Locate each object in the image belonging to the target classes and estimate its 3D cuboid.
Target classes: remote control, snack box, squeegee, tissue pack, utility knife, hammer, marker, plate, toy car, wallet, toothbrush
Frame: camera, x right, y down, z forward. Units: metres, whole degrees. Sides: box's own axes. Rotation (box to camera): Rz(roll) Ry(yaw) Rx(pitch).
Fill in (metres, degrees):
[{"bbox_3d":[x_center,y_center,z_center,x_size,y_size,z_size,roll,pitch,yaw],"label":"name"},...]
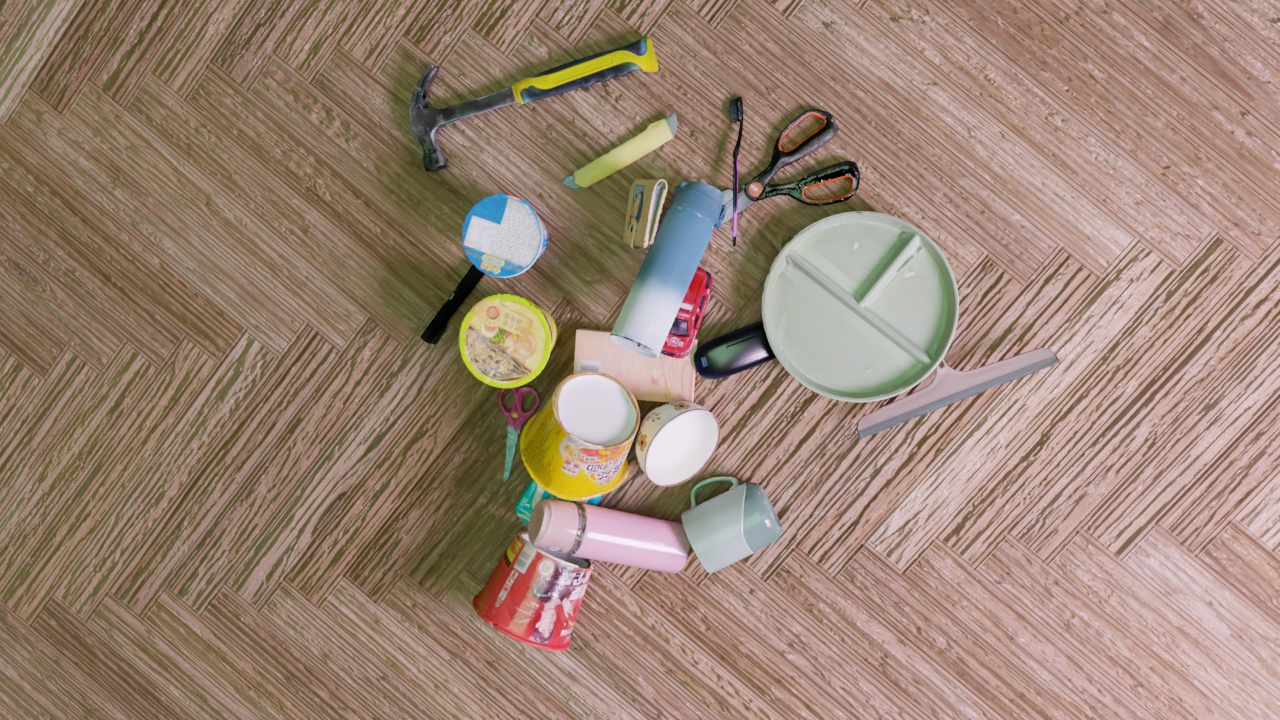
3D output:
[{"bbox_3d":[0.133,-0.015,1.148,0.136,0.024,0.053,-21,95,-3],"label":"remote control"},{"bbox_3d":[-0.007,0.007,1.177,0.157,0.026,0.084,5,95,5],"label":"snack box"},{"bbox_3d":[0.339,-0.065,1.124,0.248,0.040,0.249,-23,87,13],"label":"squeegee"},{"bbox_3d":[-0.097,0.165,1.192,0.093,0.050,0.133,29,98,2],"label":"tissue pack"},{"bbox_3d":[-0.024,-0.260,1.156,0.166,0.018,0.031,-27,88,7],"label":"utility knife"},{"bbox_3d":[-0.138,-0.344,1.153,0.323,0.032,0.126,-15,95,8],"label":"hammer"},{"bbox_3d":[-0.242,-0.076,1.199,0.022,0.020,0.132,36,100,-15],"label":"marker"},{"bbox_3d":[0.263,-0.065,1.107,0.230,0.027,0.230,0,91,13],"label":"plate"},{"bbox_3d":[0.053,-0.062,1.141,0.053,0.045,0.120,16,79,10],"label":"toy car"},{"bbox_3d":[0.003,-0.177,1.114,0.024,0.115,0.087,14,98,-18],"label":"wallet"},{"bbox_3d":[0.115,-0.233,1.129,0.018,0.014,0.189,1,85,17],"label":"toothbrush"}]

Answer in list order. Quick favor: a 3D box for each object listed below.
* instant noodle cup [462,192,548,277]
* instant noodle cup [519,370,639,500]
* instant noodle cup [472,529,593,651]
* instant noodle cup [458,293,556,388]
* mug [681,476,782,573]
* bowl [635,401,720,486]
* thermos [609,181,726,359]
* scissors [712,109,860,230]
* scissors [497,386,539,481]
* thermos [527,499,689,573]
[{"bbox_3d":[-0.157,-0.153,1.136,0.099,0.110,0.099,1,97,6],"label":"instant noodle cup"},{"bbox_3d":[-0.067,0.086,1.119,0.138,0.137,0.110,33,140,2],"label":"instant noodle cup"},{"bbox_3d":[-0.130,0.289,1.171,0.138,0.138,0.108,25,90,3],"label":"instant noodle cup"},{"bbox_3d":[-0.154,-0.030,1.142,0.112,0.123,0.112,1,97,6],"label":"instant noodle cup"},{"bbox_3d":[0.112,0.197,1.162,0.106,0.082,0.111,-29,61,9],"label":"mug"},{"bbox_3d":[0.038,0.096,1.154,0.062,0.113,0.113,40,102,45],"label":"bowl"},{"bbox_3d":[0.036,-0.111,1.099,0.070,0.070,0.220,24,80,4],"label":"thermos"},{"bbox_3d":[0.165,-0.209,1.137,0.190,0.021,0.229,35,98,2],"label":"scissors"},{"bbox_3d":[-0.169,0.097,1.212,0.056,0.017,0.133,11,101,0],"label":"scissors"},{"bbox_3d":[-0.044,0.222,1.149,0.198,0.087,0.067,14,62,-23],"label":"thermos"}]
